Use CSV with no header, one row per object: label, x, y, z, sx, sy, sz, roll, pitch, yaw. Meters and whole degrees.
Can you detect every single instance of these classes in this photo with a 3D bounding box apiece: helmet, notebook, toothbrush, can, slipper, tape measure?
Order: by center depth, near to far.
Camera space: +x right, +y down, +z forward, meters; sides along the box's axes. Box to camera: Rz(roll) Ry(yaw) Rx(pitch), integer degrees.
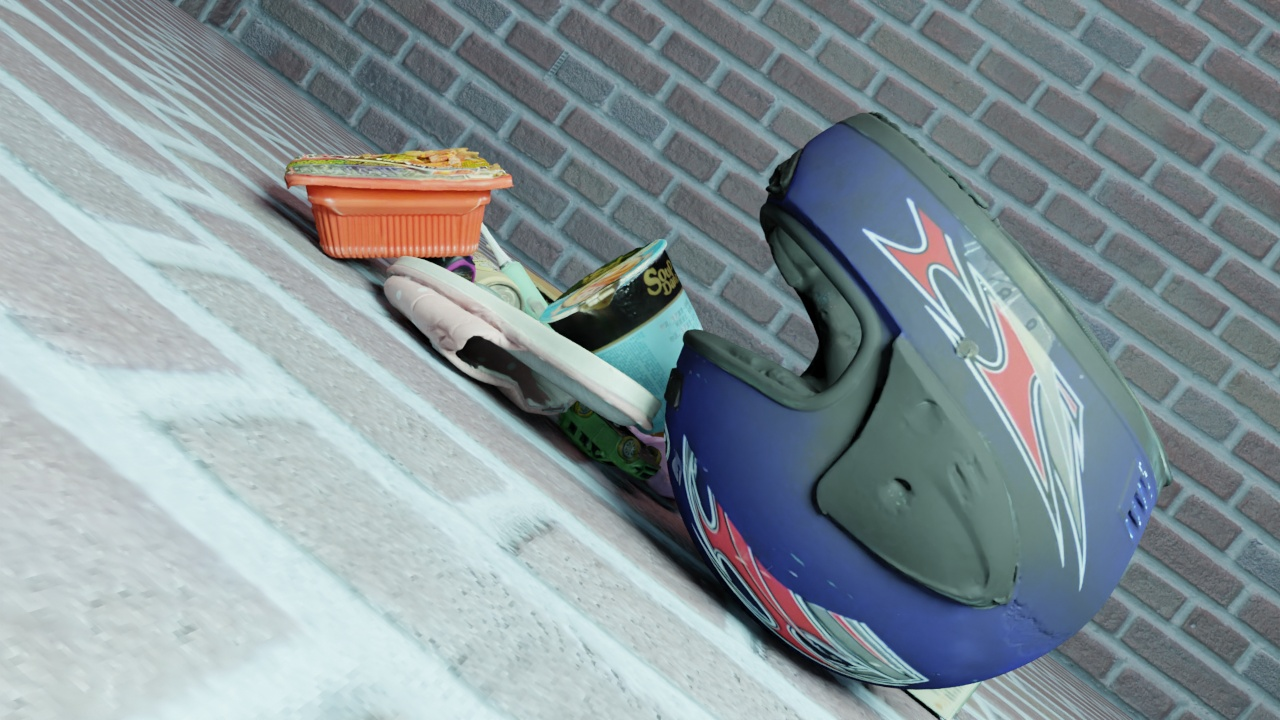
helmet,0.131,0.043,0.552,0.315,0.240,0.247,54,3,2
slipper,-0.095,-0.007,0.634,0.275,0.054,0.114,26,-9,40
tape measure,-0.173,-0.075,0.807,0.039,0.057,0.057,36,25,23
can,-0.158,-0.069,0.884,0.058,0.058,0.116,34,4,-39
toothbrush,-0.116,-0.067,0.927,0.224,0.026,0.027,57,-18,-6
notebook,-0.074,-0.058,1.044,0.148,0.008,0.207,38,3,30

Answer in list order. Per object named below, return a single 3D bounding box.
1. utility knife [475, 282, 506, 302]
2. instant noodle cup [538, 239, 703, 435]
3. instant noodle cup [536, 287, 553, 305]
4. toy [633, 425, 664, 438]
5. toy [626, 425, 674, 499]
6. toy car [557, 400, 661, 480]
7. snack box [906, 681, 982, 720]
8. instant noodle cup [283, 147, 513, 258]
utility knife,-0.109,-0.020,0.782,0.031,0.021,0.198,35,-18,14
instant noodle cup,0.001,-0.011,0.693,0.120,0.111,0.111,58,-2,-14
instant noodle cup,-0.118,-0.046,1.022,0.138,0.060,0.173,36,1,-10
toy,-0.005,0.005,0.833,0.130,0.140,0.199,58,7,23
toy,0.019,0.083,0.737,0.084,0.039,0.108,37,5,1
toy car,-0.023,0.057,0.674,0.091,0.036,0.043,36,1,34
snack box,0.181,0.198,0.757,0.178,0.046,0.182,36,3,13
instant noodle cup,-0.196,-0.130,0.739,0.164,0.079,0.189,-3,18,-17
